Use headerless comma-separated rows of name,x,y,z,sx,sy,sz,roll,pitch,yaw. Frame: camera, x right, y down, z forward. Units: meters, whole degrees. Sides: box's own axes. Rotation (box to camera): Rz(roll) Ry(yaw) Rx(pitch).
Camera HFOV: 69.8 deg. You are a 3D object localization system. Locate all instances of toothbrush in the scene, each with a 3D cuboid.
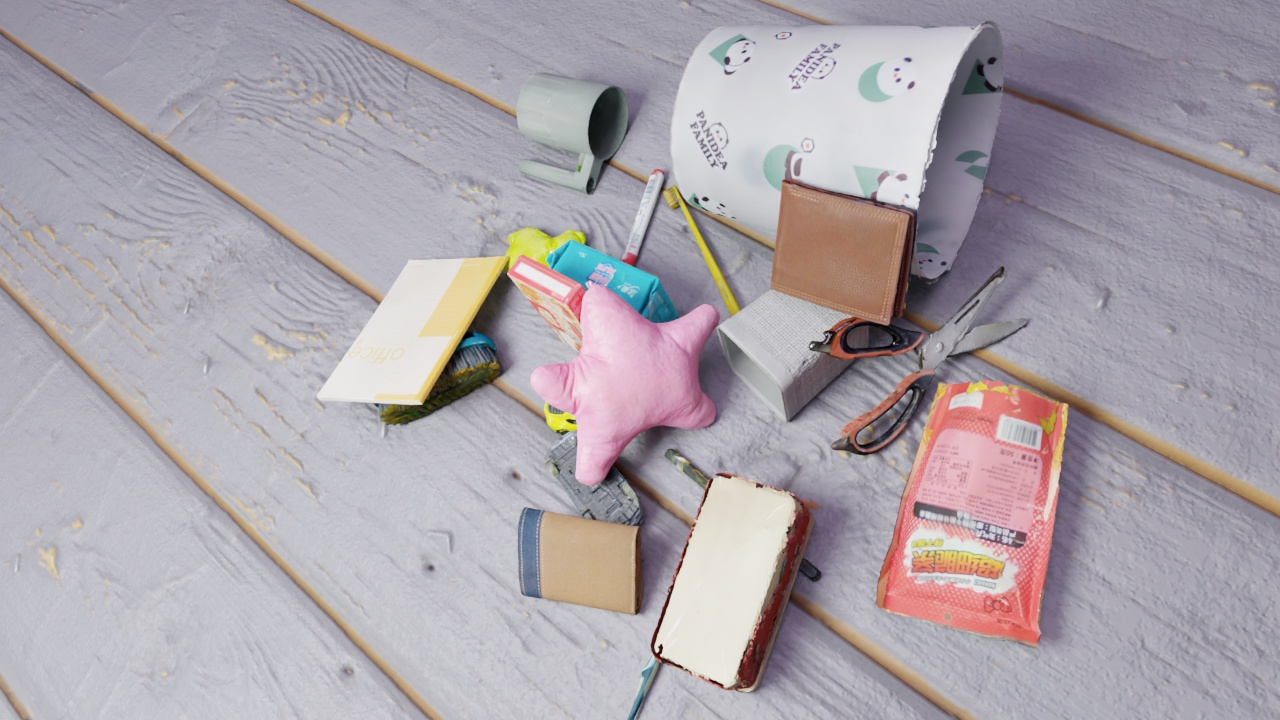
toothbrush,0.065,-0.113,0.965,0.016,0.016,0.190,-28,61,7
toothbrush,0.007,0.266,0.803,0.018,0.016,0.191,15,70,33
toothbrush,0.089,0.137,0.837,0.186,0.017,0.012,38,90,28

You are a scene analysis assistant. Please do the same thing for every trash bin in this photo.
trash bin,0.181,-0.212,0.867,0.252,0.229,0.229,18,71,28

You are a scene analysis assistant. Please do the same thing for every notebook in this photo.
notebook,-0.241,-0.036,0.979,0.146,0.010,0.205,1,50,30

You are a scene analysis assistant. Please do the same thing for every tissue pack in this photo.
tissue pack,-0.029,-0.066,0.926,0.133,0.093,0.050,27,76,26

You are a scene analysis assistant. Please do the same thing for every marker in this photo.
marker,0.000,-0.146,1.000,0.017,0.017,0.145,10,69,21

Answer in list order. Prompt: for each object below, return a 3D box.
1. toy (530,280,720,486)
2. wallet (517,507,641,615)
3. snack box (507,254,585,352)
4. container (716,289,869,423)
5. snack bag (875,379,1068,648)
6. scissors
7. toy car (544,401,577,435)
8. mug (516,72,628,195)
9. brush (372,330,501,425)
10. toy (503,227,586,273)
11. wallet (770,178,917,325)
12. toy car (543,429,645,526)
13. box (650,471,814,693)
toy,-0.005,0.005,0.842,0.194,0.178,0.075,-27,20,-19
wallet,-0.055,0.181,0.832,0.115,0.033,0.090,6,106,19
snack box,-0.068,-0.043,0.893,0.075,0.153,0.025,29,77,26
container,0.147,-0.020,0.856,0.114,0.090,0.090,-38,61,-7
snack bag,0.281,0.121,0.766,0.129,0.073,0.207,10,74,25
scissors,0.246,-0.002,0.822,0.226,0.015,0.189,8,100,-17
toy car,-0.045,0.047,0.913,0.105,0.032,0.048,-3,64,14
mug,-0.084,-0.262,1.052,0.103,0.083,0.124,21,98,25
brush,-0.219,0.010,0.968,0.144,0.055,0.073,-26,62,4
toy,-0.105,-0.112,1.007,0.100,0.031,0.096,-23,63,5
wallet,0.169,-0.094,0.779,0.125,0.101,0.032,22,36,32
toy car,-0.044,0.119,0.876,0.054,0.037,0.120,-40,58,-4
box,0.078,0.185,0.771,0.091,0.078,0.168,15,78,27
